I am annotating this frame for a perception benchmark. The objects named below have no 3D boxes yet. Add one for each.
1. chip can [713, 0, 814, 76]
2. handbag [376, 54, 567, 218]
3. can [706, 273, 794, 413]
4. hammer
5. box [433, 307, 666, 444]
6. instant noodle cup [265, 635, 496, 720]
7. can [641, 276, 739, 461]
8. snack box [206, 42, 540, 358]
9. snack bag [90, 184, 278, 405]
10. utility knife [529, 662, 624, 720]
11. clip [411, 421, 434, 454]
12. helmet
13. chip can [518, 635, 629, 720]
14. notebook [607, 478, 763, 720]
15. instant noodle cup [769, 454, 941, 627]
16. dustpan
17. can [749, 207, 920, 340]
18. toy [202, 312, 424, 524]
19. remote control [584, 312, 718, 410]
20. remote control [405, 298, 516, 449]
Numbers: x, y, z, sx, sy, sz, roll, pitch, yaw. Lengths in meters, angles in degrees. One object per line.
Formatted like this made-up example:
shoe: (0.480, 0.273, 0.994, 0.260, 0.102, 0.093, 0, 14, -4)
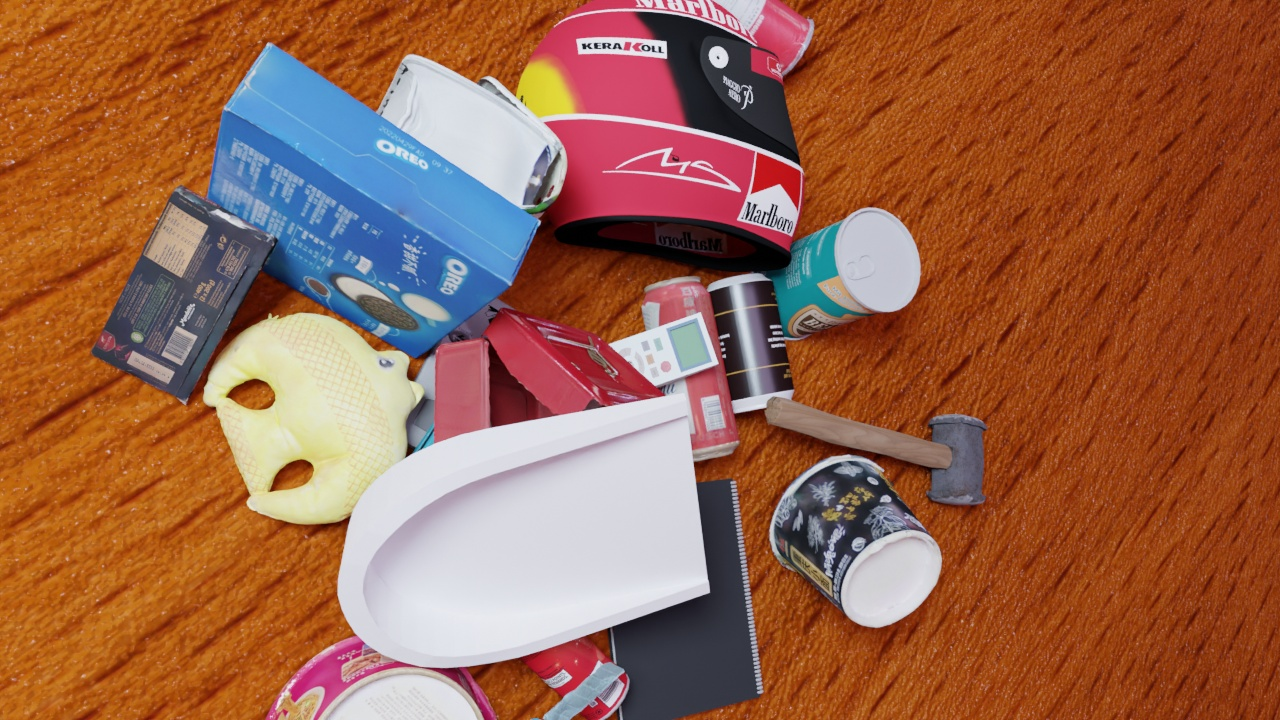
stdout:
chip can: (0.066, -0.381, 0.946, 0.233, 0.073, 0.073, 27, 70, -20)
handbag: (-0.152, -0.139, 0.716, 0.142, 0.199, 0.096, 26, 68, -22)
can: (0.105, -0.016, 0.898, 0.071, 0.072, 0.128, -8, 85, -28)
hammer: (0.249, 0.083, 0.937, 0.328, 0.052, 0.098, 15, 74, -35)
box: (-0.085, 0.048, 0.740, 0.147, 0.156, 0.157, 47, 15, 26)
instant noodle cup: (-0.188, 0.297, 0.686, 0.178, 0.078, 0.178, 5, 78, -26)
can: (0.046, 0.009, 0.866, 0.067, 0.067, 0.170, -8, 85, -28)
snack box: (-0.204, -0.094, 0.657, 0.195, 0.239, 0.056, 32, 65, -19)
snack bag: (-0.328, -0.045, 0.657, 0.074, 0.018, 0.155, 32, 109, -18)
utility knife: (-0.098, 0.299, 0.681, 0.224, 0.015, 0.031, -34, 99, -25)
clip: (-0.195, 0.108, 0.740, 0.031, 0.121, 0.129, 35, 51, -16)
helmet: (0.022, -0.210, 0.818, 0.270, 0.198, 0.224, 6, 86, -26)
chip can: (-0.099, 0.214, 0.762, 0.214, 0.052, 0.051, 47, 64, -13)
notebook: (0.037, 0.220, 0.853, 0.148, 0.016, 0.206, -3, 82, -27)
instant noodle cup: (0.208, 0.176, 0.864, 0.137, 0.112, 0.137, -9, 117, -18)
dustpan: (-0.081, 0.138, 0.659, 0.257, 0.053, 0.192, -10, 124, -2)
can: (0.189, -0.082, 0.912, 0.099, 0.144, 0.099, 5, 78, -27)
toy: (-0.247, 0.038, 0.713, 0.154, 0.065, 0.170, -25, 85, -17)
remote control: (-0.005, 0.005, 0.828, 0.143, 0.024, 0.049, -19, 82, 6)
remote control: (-0.150, 0.014, 0.790, 0.074, 0.019, 0.150, 32, 68, -19)
